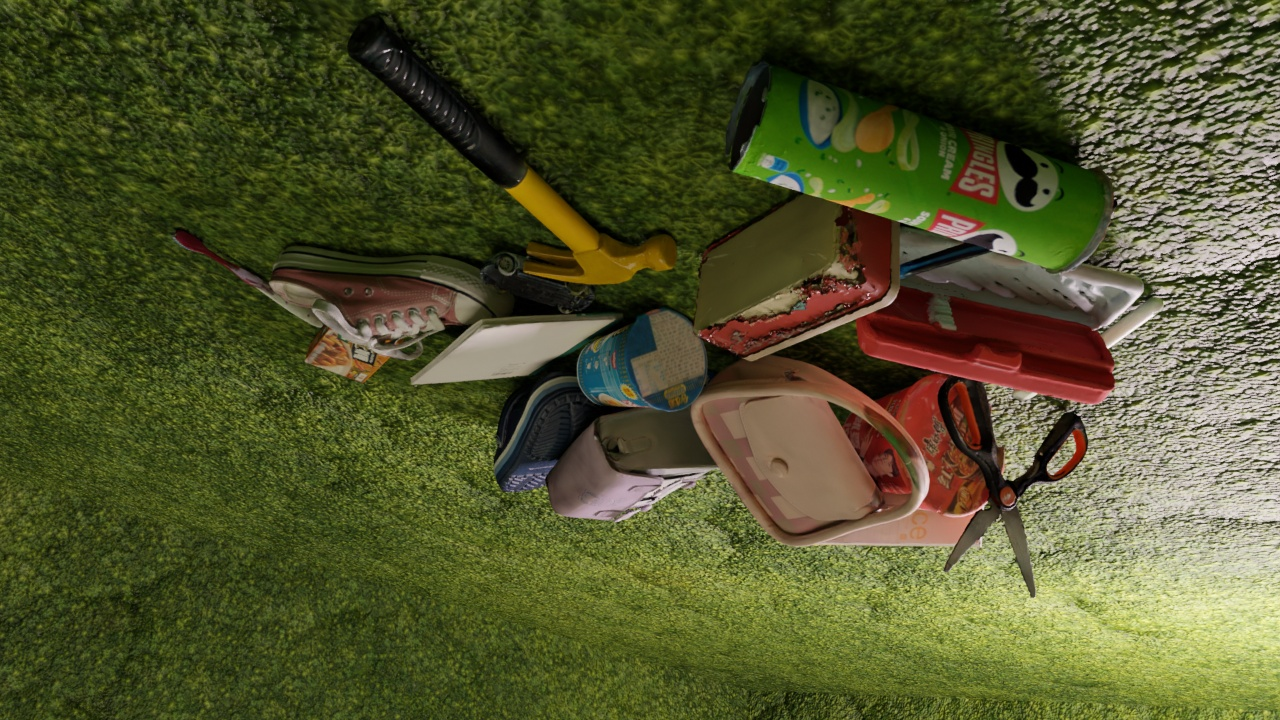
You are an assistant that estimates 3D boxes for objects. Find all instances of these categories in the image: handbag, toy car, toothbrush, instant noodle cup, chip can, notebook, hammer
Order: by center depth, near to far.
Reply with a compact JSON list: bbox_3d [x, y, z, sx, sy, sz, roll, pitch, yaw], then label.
[{"bbox_3d":[0.173,-0.120,0.582,0.236,0.072,0.072,15,155,-9],"label":"chip can"},{"bbox_3d":[0.241,-0.080,0.660,0.190,0.014,0.016,-18,158,21],"label":"toothbrush"},{"bbox_3d":[-0.098,-0.141,0.692,0.129,0.032,0.300,-8,149,32],"label":"hammer"},{"bbox_3d":[0.386,-0.007,0.798,0.029,0.020,0.190,-15,160,-18],"label":"toothbrush"},{"bbox_3d":[-0.092,-0.073,0.831,0.105,0.031,0.049,15,154,-12],"label":"toy car"},{"bbox_3d":[0.171,0.083,0.855,0.193,0.093,0.235,56,152,-14],"label":"handbag"},{"bbox_3d":[-0.005,0.005,0.903,0.099,0.099,0.110,26,159,-29],"label":"instant noodle cup"},{"bbox_3d":[0.272,0.089,0.920,0.138,0.137,0.109,21,162,-21],"label":"instant noodle cup"},{"bbox_3d":[-0.131,-0.009,0.935,0.150,0.012,0.210,-4,166,-33],"label":"notebook"},{"bbox_3d":[-0.405,-0.082,0.957,0.017,0.016,0.187,2,154,36],"label":"toothbrush"},{"bbox_3d":[0.269,0.137,1.001,0.207,0.145,0.010,-6,139,33],"label":"notebook"},{"bbox_3d":[-0.010,0.114,1.004,0.144,0.098,0.197,-5,161,-25],"label":"handbag"}]

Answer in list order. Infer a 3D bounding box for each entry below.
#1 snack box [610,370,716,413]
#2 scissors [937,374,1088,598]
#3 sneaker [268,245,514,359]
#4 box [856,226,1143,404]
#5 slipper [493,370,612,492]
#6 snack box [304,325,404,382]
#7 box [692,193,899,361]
[{"bbox_3d":[0.017,0.040,1.031,0.084,0.026,0.157,20,153,-18],"label":"snack box"},{"bbox_3d":[0.351,0.109,0.878,0.221,0.232,0.022,57,157,-5],"label":"scissors"},{"bbox_3d":[-0.242,-0.049,0.875,0.241,0.087,0.118,8,155,6],"label":"sneaker"},{"bbox_3d":[0.275,-0.046,0.706,0.201,0.095,0.100,12,131,0],"label":"box"},{"bbox_3d":[-0.112,0.076,1.085,0.105,0.095,0.254,-8,153,-28],"label":"slipper"},{"bbox_3d":[-0.327,-0.017,1.048,0.075,0.026,0.154,22,152,-25],"label":"snack box"},{"bbox_3d":[0.107,-0.067,0.696,0.077,0.091,0.169,21,153,-28],"label":"box"}]
